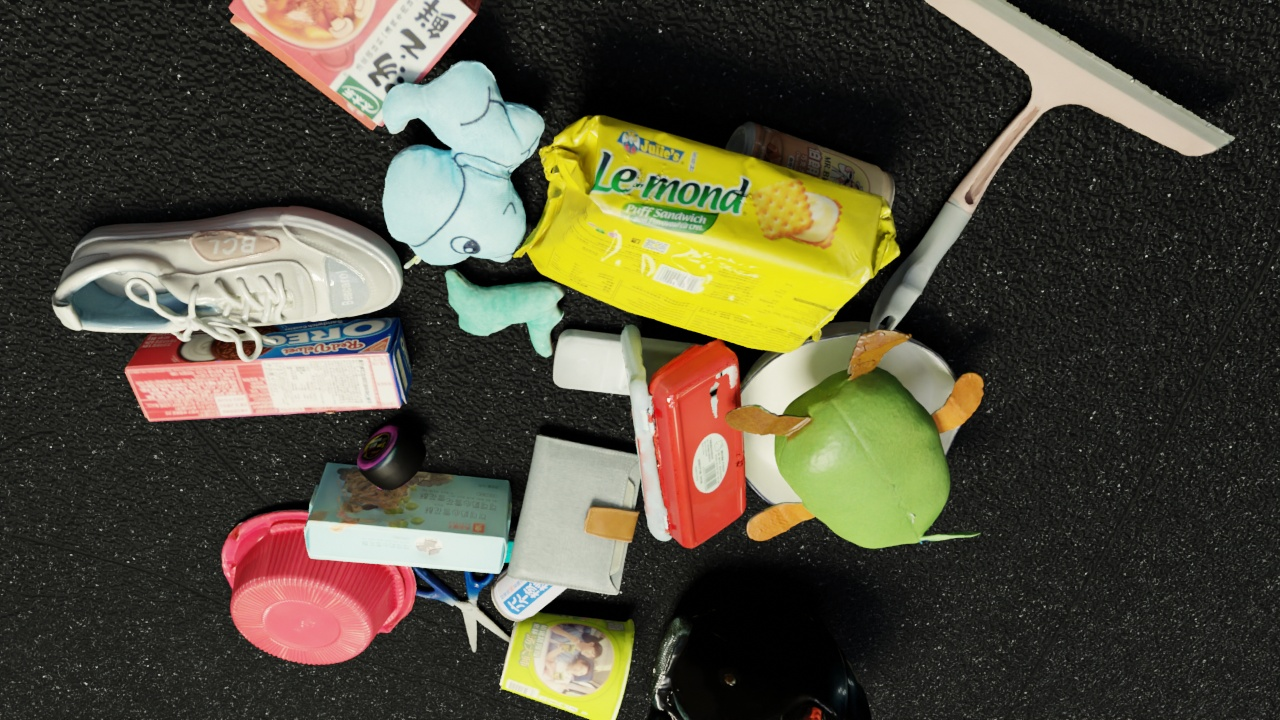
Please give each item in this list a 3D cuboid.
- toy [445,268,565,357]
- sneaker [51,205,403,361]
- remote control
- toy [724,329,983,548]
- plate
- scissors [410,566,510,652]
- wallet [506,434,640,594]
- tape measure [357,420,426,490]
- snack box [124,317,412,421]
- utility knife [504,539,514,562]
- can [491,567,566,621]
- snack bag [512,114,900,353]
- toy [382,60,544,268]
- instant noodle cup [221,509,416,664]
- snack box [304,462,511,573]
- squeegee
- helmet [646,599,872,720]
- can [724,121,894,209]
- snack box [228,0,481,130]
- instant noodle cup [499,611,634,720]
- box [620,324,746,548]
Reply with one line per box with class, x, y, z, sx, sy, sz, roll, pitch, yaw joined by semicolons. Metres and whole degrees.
toy;-0.102;-0.038;0.731;0.092;0.030;0.097;-6;133;4
sneaker;-0.300;-0.054;0.669;0.242;0.090;0.090;-1;128;-3
remote control;-0.005;0.005;0.773;0.136;0.020;0.056;6;128;-9
toy;0.179;0.076;0.739;0.227;0.090;0.247;-33;127;8
plate;0.174;0.049;0.802;0.205;0.045;0.205;-1;128;-2
scissors;-0.180;0.247;0.953;0.162;0.012;0.164;29;121;-24
wallet;-0.054;0.140;0.823;0.106;0.037;0.129;13;88;-12
tape measure;-0.215;0.085;0.800;0.057;0.057;0.039;-31;124;15
snack box;-0.292;0.007;0.737;0.207;0.057;0.058;-3;125;-1
utility knife;-0.146;0.182;0.875;0.187;0.013;0.029;-5;115;20
can;-0.087;0.200;0.896;0.053;0.053;0.135;34;118;-25
snack bag;0.041;-0.077;0.637;0.246;0.068;0.158;15;156;-9
toy;-0.127;-0.123;0.638;0.156;0.049;0.161;-34;139;22
instant noodle cup;-0.320;0.233;0.895;0.194;0.065;0.194;1;128;0
snack box;-0.207;0.143;0.833;0.175;0.074;0.052;6;126;-8
squeegee;0.242;-0.118;0.678;0.247;0.040;0.250;26;117;-11
helmet;0.119;0.368;0.907;0.229;0.274;0.234;-15;144;-26
can;0.117;-0.126;0.657;0.116;0.058;0.059;15;125;-15
snack box;-0.184;-0.217;0.580;0.113;0.044;0.127;36;118;-26
instant noodle cup;-0.079;0.312;0.956;0.123;0.111;0.112;15;125;-4
box;0.023;0.060;0.757;0.095;0.098;0.202;-31;138;-22
